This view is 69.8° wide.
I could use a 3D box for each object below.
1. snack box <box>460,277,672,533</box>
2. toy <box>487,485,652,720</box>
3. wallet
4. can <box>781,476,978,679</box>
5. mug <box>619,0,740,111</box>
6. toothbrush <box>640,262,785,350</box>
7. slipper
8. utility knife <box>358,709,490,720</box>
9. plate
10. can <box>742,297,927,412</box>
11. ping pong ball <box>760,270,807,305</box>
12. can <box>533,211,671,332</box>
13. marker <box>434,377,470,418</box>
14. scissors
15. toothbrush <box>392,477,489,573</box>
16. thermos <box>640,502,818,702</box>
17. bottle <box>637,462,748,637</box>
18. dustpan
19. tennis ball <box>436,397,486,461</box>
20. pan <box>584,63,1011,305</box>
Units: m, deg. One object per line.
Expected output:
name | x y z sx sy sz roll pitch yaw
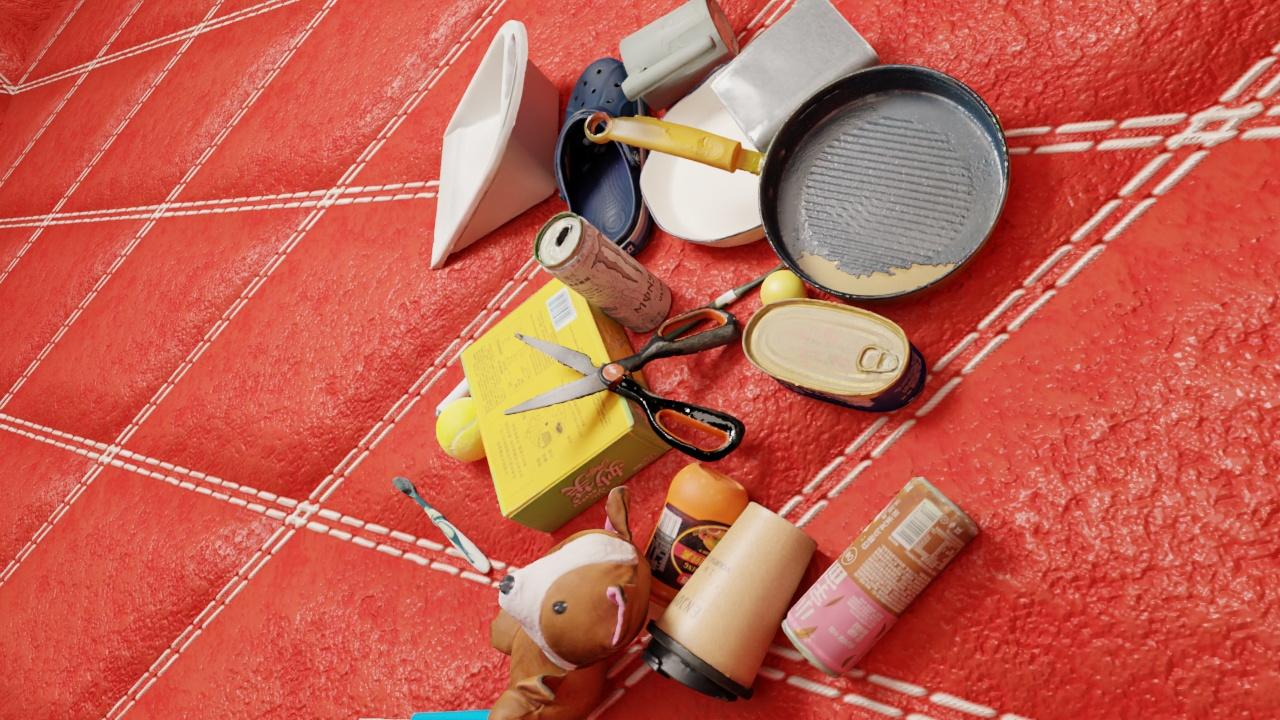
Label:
snack box | -0.079 0.036 0.886 0.158 0.070 0.209 -37 51 17
toy | -0.059 0.201 0.722 0.200 0.130 0.140 -53 30 32
wallet | 0.136 -0.262 0.834 0.130 0.037 0.106 -37 61 16
can | 0.169 0.153 0.648 0.147 0.058 0.058 -49 48 7
mug | 0.039 -0.314 0.948 0.104 0.084 0.123 -24 23 24
toothbrush | 0.074 -0.056 0.852 0.186 0.017 0.012 -33 12 21
slipper | -0.049 -0.219 0.977 0.105 0.095 0.252 -20 61 26
utility knife | -0.187 0.340 0.851 0.224 0.018 0.034 -13 63 31
plate | 0.096 -0.197 0.886 0.205 0.045 0.204 -18 58 30
can | 0.155 -0.004 0.742 0.148 0.049 0.074 16 79 41
ping pong ball | 0.125 -0.058 0.798 0.040 0.040 0.040 -17 59 30
can | -0.033 -0.079 0.856 0.058 0.146 0.058 -17 58 30
marker | -0.177 0.018 1.005 0.131 0.018 0.022 -46 58 9
scissors | -0.001 0.014 0.795 0.220 0.022 0.232 -35 59 -24
toothbrush | -0.211 0.168 0.956 0.192 0.018 0.016 31 88 42
thermos | 0.070 0.183 0.692 0.093 0.093 0.143 25 78 42
bottle | 0.031 0.159 0.751 0.067 0.066 0.149 32 97 42
dustpan | -0.193 -0.268 1.078 0.258 0.142 0.222 -18 58 28
tennis ball | -0.177 0.071 0.947 0.066 0.065 0.065 -17 59 30
pan | 0.120 -0.163 0.768 0.358 0.078 0.197 15 86 26
